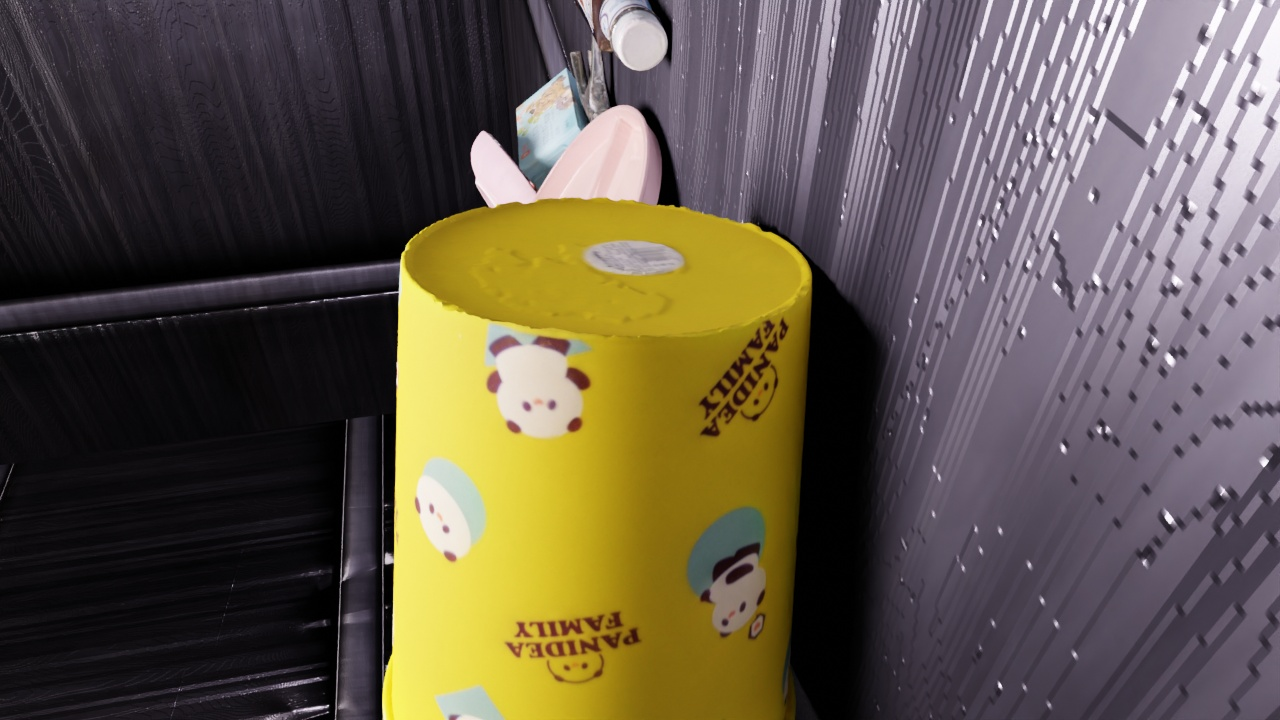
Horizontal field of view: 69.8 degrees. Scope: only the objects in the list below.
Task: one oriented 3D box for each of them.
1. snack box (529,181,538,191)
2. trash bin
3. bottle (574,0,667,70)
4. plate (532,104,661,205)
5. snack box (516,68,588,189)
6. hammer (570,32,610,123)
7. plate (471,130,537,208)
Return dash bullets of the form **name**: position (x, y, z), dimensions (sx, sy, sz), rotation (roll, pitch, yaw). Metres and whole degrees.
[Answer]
- **snack box**: position (-0.088, -0.206, 1.067), dimensions (0.094, 0.077, 0.093), rotation (-106, 13, -46)
- **trash bin**: position (-0.021, 0.066, 0.466), dimensions (0.229, 0.229, 0.256), rotation (-114, 24, -62)
- **bottle**: position (-0.019, -0.273, 0.697), dimensions (0.194, 0.044, 0.080), rotation (-109, 14, -49)
- **plate**: position (-0.053, -0.099, 0.754), dimensions (0.230, 0.028, 0.229), rotation (-41, 36, 39)
- **snack box**: position (-0.085, -0.237, 0.955), dimensions (0.051, 0.074, 0.174), rotation (47, -162, -32)
- **hammer**: position (-0.044, -0.368, 0.813), dimensions (0.126, 0.032, 0.324), rotation (-111, 16, -53)
- **plate**: position (-0.120, -0.144, 0.944), dimensions (0.192, 0.039, 0.192), rotation (54, 175, 6)
